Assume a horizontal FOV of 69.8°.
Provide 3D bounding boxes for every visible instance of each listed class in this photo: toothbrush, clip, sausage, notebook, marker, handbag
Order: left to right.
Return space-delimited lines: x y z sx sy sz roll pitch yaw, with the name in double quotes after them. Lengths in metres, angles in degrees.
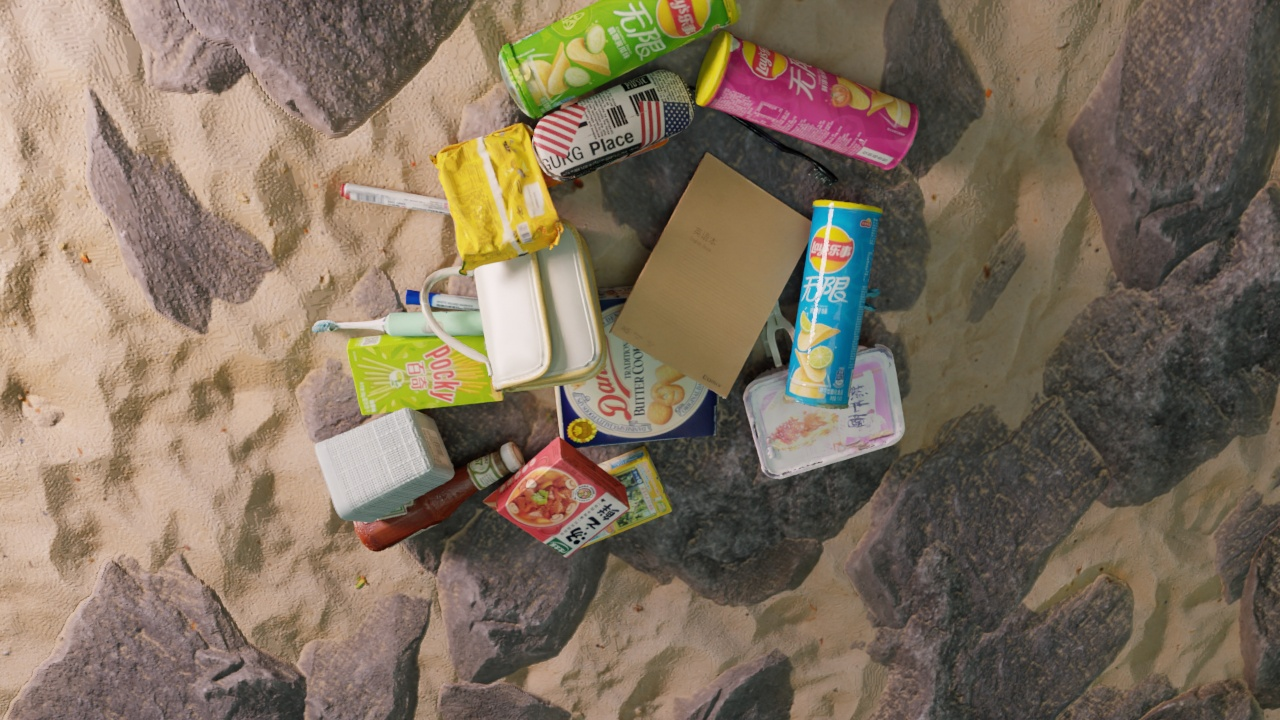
-0.224 -0.158 0.916 0.145 0.017 0.017 8 116 -11 "marker"
-0.232 -0.038 0.965 0.224 0.027 0.026 -1 110 2 "toothbrush"
-0.175 -0.059 0.974 0.145 0.017 0.017 6 116 -11 "marker"
-0.131 -0.050 0.919 0.179 0.063 0.163 -11 82 1 "handbag"
-0.045 -0.201 0.916 0.165 0.021 0.021 -20 118 2 "sausage"
0.078 -0.086 0.957 0.149 0.012 0.211 29 88 -20 "notebook"
0.125 -0.226 0.932 0.189 0.014 0.017 27 123 -20 "toothbrush"
0.151 -0.037 1.005 0.035 0.094 0.102 -16 129 1 "clip"
0.240 -0.070 1.028 0.057 0.015 0.049 1 119 -10 "clip"

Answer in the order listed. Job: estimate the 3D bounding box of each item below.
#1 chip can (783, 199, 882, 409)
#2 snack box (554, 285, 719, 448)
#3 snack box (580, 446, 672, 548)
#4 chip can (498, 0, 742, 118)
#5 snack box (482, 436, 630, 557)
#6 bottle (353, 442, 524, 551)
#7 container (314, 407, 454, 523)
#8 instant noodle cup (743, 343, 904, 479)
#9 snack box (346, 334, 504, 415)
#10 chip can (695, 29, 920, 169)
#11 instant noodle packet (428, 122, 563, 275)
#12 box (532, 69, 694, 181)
0.199 -0.058 0.960 0.071 0.071 0.210 7 97 -11 "chip can"
-0.006 0.006 1.016 0.182 0.045 0.178 -6 117 -6 "snack box"
-0.041 0.168 1.103 0.140 0.033 0.087 -22 118 6 "snack box"
-0.022 -0.297 0.840 0.221 0.072 0.072 -25 118 5 "chip can"
-0.096 0.164 1.042 0.127 0.044 0.113 -40 120 17 "snack box"
-0.230 0.153 1.054 0.206 0.059 0.060 -27 118 6 "bottle"
-0.273 0.111 0.996 0.111 0.090 0.090 -25 76 3 "container"
0.207 0.049 1.060 0.173 0.060 0.138 -18 118 0 "instant noodle cup"
-0.231 0.010 0.997 0.156 0.026 0.086 -6 119 -5 "snack box"
0.162 -0.250 0.892 0.210 0.071 0.071 15 114 -16 "chip can"
-0.137 -0.154 0.884 0.111 0.044 0.128 -17 80 5 "instant noodle packet"
-0.026 -0.224 0.878 0.164 0.060 0.072 -24 112 -12 "box"
